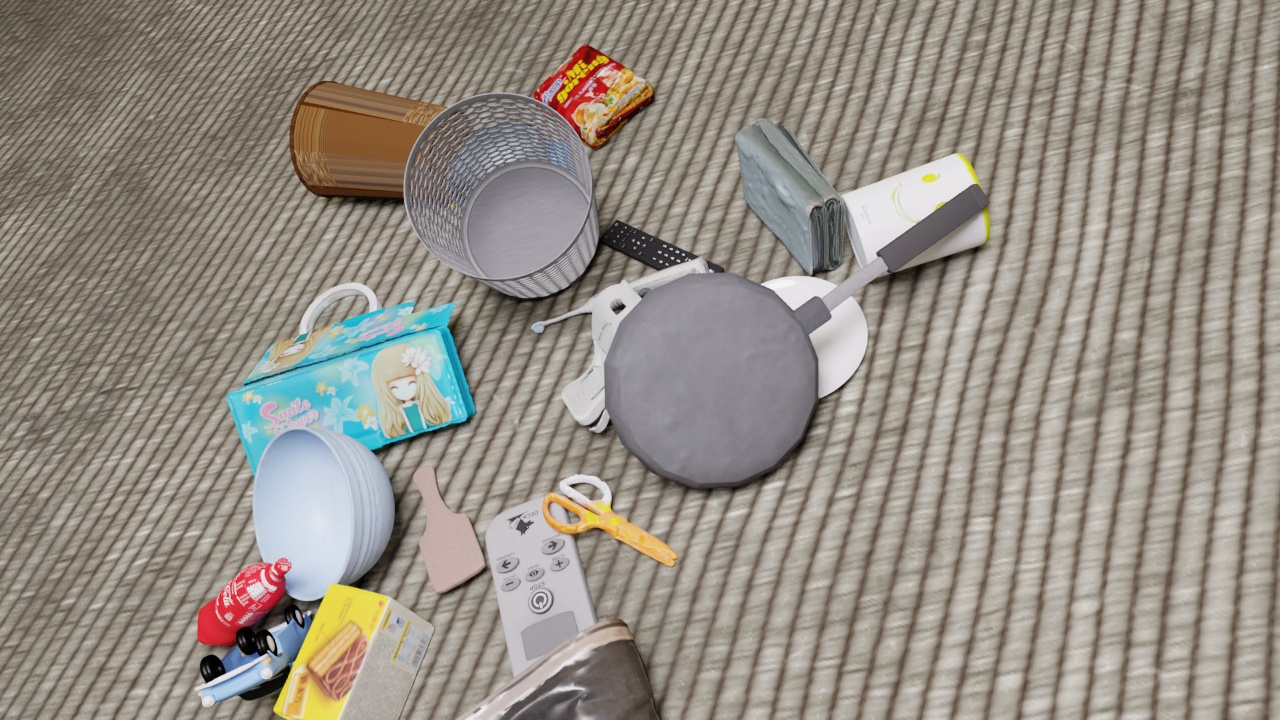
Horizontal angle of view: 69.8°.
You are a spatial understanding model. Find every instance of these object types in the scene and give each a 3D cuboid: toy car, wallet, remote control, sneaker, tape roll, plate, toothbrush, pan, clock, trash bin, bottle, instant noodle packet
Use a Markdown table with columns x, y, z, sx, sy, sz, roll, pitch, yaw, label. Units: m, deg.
| x | y | z | sx | sy | sz | roll | pitch | yaw | label |
| --- | --- | --- | --- | --- | --- | --- | --- | --- | --- |
| -0.301 | 0.240 | 0.735 | 0.056 | 0.153 | 0.055 | -25 | 91 | -7 | toy car |
| 0.140 | -0.150 | 0.843 | 0.054 | 0.100 | 0.131 | -25 | 55 | -2 | wallet |
| -0.083 | 0.185 | 0.758 | 0.074 | 0.019 | 0.151 | -23 | 54 | 4 | remote control |
| -0.077 | 0.301 | 0.644 | 0.234 | 0.095 | 0.120 | -33 | 58 | -8 | sneaker |
| -0.323 | -0.043 | 0.989 | 0.093 | 0.013 | 0.092 | -9 | 56 | 14 | tape roll |
| 0.133 | -0.017 | 0.815 | 0.135 | 0.011 | 0.134 | -9 | 57 | 14 | plate |
| -0.023 | -0.062 | 0.888 | 0.186 | 0.022 | 0.024 | -18 | 44 | 14 | toothbrush |
| 0.133 | -0.033 | 0.735 | 0.357 | 0.041 | 0.178 | -35 | 99 | -3 | pan |
| -0.131 | -0.194 | 0.991 | 0.162 | 0.060 | 0.116 | 13 | 63 | 24 | clock |
| -0.115 | -0.138 | 0.847 | 0.156 | 0.183 | 0.156 | 0 | 87 | 2 | trash bin |
| -0.338 | 0.205 | 0.789 | 0.142 | 0.042 | 0.041 | -39 | 48 | 32 | bottle |
| 0.019 | -0.105 | 0.911 | 0.140 | 0.009 | 0.030 | 29 | 72 | 31 | remote control |
| -0.054 | -0.301 | 1.044 | 0.098 | 0.039 | 0.135 | -46 | 57 | -4 | instant noodle packet |

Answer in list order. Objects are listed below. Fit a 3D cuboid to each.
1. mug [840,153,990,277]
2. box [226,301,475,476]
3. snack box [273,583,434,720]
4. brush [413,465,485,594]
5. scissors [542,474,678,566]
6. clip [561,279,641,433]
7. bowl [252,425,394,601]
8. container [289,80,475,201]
| x | y | z | sx | sy | sz | roll | pitch | yaw | label |
| --- | --- | --- | --- | --- | --- | --- | --- | --- | --- |
| 0.238 | -0.125 | 0.803 | 0.106 | 0.082 | 0.082 | -18 | 55 | 8 | mug |
| -0.284 | 0.011 | 0.896 | 0.227 | 0.084 | 0.171 | -16 | 63 | 9 | box |
| -0.225 | 0.245 | 0.730 | 0.061 | 0.084 | 0.105 | 7 | 61 | 21 | snack box |
| -0.177 | 0.146 | 0.821 | 0.050 | 0.015 | 0.135 | -31 | 49 | -3 | brush |
| -0.021 | 0.136 | 0.768 | 0.128 | 0.013 | 0.065 | 24 | 48 | 19 | scissors |
| -0.014 | -0.010 | 0.808 | 0.151 | 0.105 | 0.126 | -31 | 35 | -4 | clip |
| -0.268 | 0.130 | 0.809 | 0.151 | 0.074 | 0.150 | 0 | 90 | 37 | bowl |
| -0.284 | -0.240 | 1.036 | 0.167 | 0.132 | 0.132 | 11 | 63 | 18 | container |
